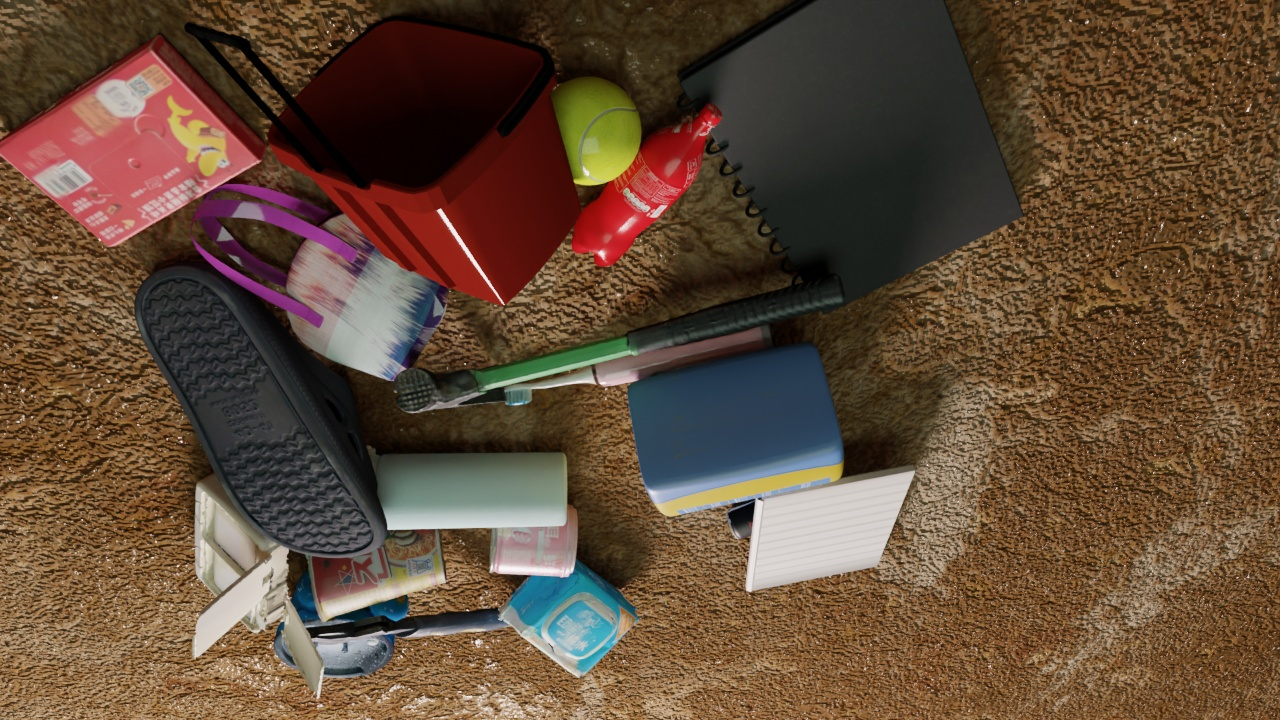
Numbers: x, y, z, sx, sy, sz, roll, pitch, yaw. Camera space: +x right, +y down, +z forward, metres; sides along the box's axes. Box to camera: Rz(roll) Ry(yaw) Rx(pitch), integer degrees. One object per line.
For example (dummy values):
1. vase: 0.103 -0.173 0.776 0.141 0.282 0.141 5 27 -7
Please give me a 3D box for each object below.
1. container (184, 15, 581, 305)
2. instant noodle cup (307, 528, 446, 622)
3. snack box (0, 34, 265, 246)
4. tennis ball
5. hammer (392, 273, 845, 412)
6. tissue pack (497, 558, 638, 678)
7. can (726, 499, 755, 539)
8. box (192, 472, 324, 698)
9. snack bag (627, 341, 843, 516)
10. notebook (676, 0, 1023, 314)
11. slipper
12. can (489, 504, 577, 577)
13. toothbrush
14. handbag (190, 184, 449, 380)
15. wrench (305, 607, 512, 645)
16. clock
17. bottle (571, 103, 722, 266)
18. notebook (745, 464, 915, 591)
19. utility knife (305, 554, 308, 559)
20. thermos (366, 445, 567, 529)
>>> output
1. container: -0.127 -0.133 0.498 0.148 0.126 0.201 23 155 30
2. instant noodle cup: -0.238 0.178 0.839 0.112 0.100 0.100 -8 134 -10
3. snack box: -0.319 -0.133 0.577 0.133 0.021 0.089 -23 131 16
4. tennis ball: -0.032 -0.142 0.570 0.065 0.065 0.065 -3 134 -3
5. hammer: -0.009 -0.012 0.673 0.319 0.032 0.130 -14 175 3
6. tissue pack: -0.072 0.255 0.926 0.093 0.061 0.144 -44 127 -2
7. can: 0.125 0.144 0.881 0.081 0.031 0.031 -23 131 16
8. box: -0.347 0.201 0.784 0.100 0.186 0.145 -17 141 -38
9. snack bag: 0.086 0.076 0.775 0.159 0.102 0.205 -13 157 6
10. notebook: 0.147 -0.141 0.623 0.169 0.019 0.231 -27 130 17
11. slipper: -0.283 0.038 0.713 0.111 0.083 0.268 -17 114 14
12. can: -0.100 0.166 0.853 0.076 0.067 0.067 5 133 -10
13. toothbrush: -0.004 0.004 0.739 0.223 0.026 0.027 -13 160 6
14. handbag: -0.220 -0.064 0.633 0.170 0.067 0.145 26 127 -19
15. wrench: -0.196 0.260 0.905 0.272 0.022 0.074 7 154 -40
16. clock: -0.299 0.260 0.928 0.116 0.060 0.162 22 126 -23
17. bottle: 0.004 -0.116 0.605 0.042 0.041 0.142 25 134 -27
18. notebook: 0.177 0.168 0.891 0.142 0.009 0.210 -10 144 -4
19. utility knife: -0.311 0.135 0.839 0.022 0.015 0.159 21 135 18
20. thermos: -0.168 0.112 0.797 0.207 0.065 0.078 0 95 -6
